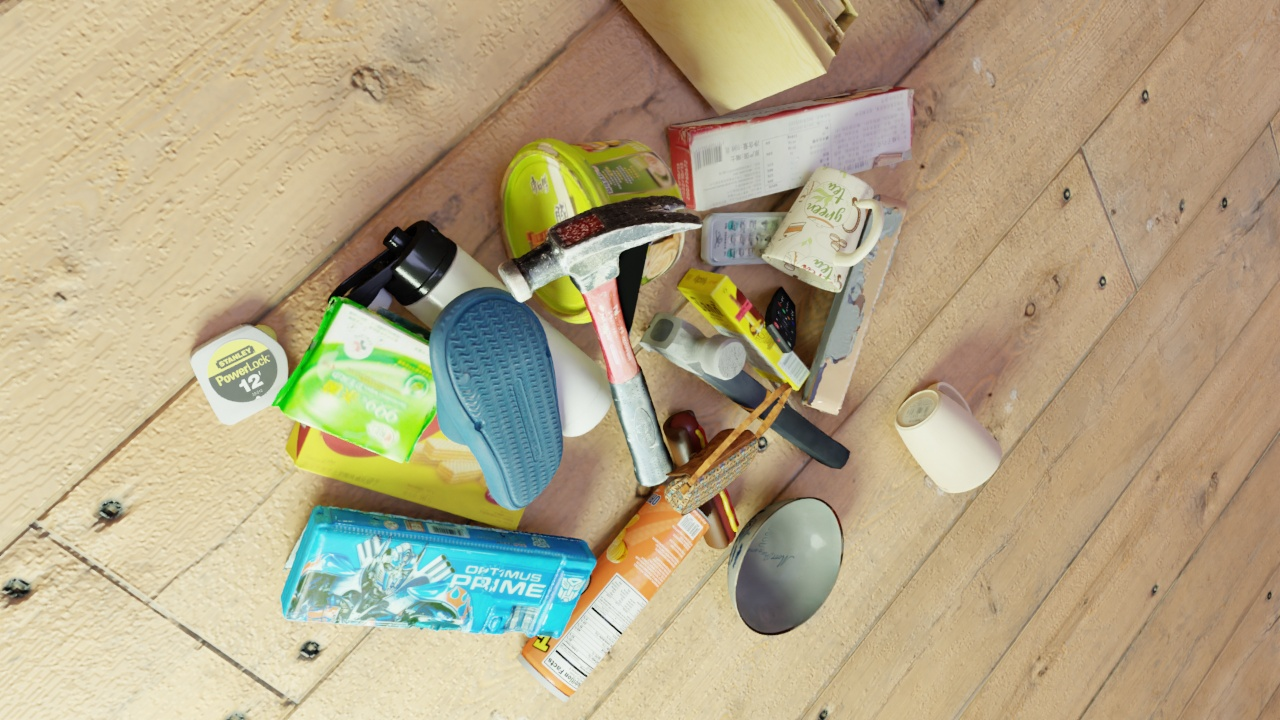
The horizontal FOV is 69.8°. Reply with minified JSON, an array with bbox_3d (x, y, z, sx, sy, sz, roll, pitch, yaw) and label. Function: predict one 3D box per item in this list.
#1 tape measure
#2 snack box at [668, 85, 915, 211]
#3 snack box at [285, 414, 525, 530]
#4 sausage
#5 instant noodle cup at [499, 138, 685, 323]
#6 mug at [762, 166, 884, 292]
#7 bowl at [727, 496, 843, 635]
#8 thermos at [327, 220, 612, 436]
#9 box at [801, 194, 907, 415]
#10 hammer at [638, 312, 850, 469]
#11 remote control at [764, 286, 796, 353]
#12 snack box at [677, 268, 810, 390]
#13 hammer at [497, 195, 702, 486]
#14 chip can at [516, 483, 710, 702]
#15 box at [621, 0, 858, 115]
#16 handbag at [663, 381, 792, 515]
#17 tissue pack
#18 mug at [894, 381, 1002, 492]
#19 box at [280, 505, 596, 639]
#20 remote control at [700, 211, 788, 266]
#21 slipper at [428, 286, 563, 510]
[{"bbox_3d":[-0.294,0.009,0.681,0.064,0.017,0.065,-30,115,-22],"label":"tape measure"},{"bbox_3d":[0.151,-0.209,0.885,0.272,0.044,0.077,-18,115,-26],"label":"snack box"},{"bbox_3d":[-0.175,0.067,0.751,0.200,0.042,0.092,25,89,-32],"label":"snack box"},{"bbox_3d":[0.062,0.119,0.907,0.040,0.040,0.156,-31,115,-22],"label":"sausage"},{"bbox_3d":[-0.036,-0.111,0.740,0.097,0.146,0.146,-23,112,-36],"label":"instant noodle cup"},{"bbox_3d":[0.179,-0.121,0.842,0.081,0.122,0.097,24,91,-25],"label":"mug"},{"bbox_3d":[0.141,0.206,0.962,0.150,0.057,0.151,-10,108,-31],"label":"bowl"},{"bbox_3d":[-0.130,-0.013,0.750,0.101,0.068,0.230,-47,120,1],"label":"thermos"},{"bbox_3d":[0.218,-0.050,0.927,0.157,0.063,0.216,14,94,-66],"label":"box"},{"bbox_3d":[0.117,0.040,0.882,0.312,0.139,0.035,34,82,-42],"label":"hammer"},{"bbox_3d":[0.136,-0.041,0.879,0.010,0.124,0.039,-33,102,22],"label":"remote control"},{"bbox_3d":[0.101,-0.029,0.883,0.149,0.061,0.025,44,79,-31],"label":"snack box"},{"bbox_3d":[-0.005,0.005,0.729,0.140,0.036,0.327,-29,143,-11],"label":"hammer"},{"bbox_3d":[-0.023,0.216,0.864,0.210,0.062,0.062,-48,120,-13],"label":"chip can"},{"bbox_3d":[0.057,-0.342,0.747,0.248,0.141,0.148,40,72,-31],"label":"box"},{"bbox_3d":[0.078,0.066,0.790,0.093,0.196,0.043,-30,72,-30],"label":"handbag"},{"bbox_3d":[-0.197,0.014,0.677,0.114,0.034,0.099,29,92,-30],"label":"tissue pack"},{"bbox_3d":[0.350,0.077,1.053,0.104,0.085,0.111,43,50,-20],"label":"mug"},{"bbox_3d":[-0.163,0.171,0.763,0.243,0.066,0.091,15,107,-32],"label":"box"},{"bbox_3d":[0.116,-0.119,0.894,0.133,0.022,0.050,-6,104,-30],"label":"remote control"},{"bbox_3d":[-0.108,0.030,0.700,0.103,0.059,0.214,-50,145,-31],"label":"slipper"}]
